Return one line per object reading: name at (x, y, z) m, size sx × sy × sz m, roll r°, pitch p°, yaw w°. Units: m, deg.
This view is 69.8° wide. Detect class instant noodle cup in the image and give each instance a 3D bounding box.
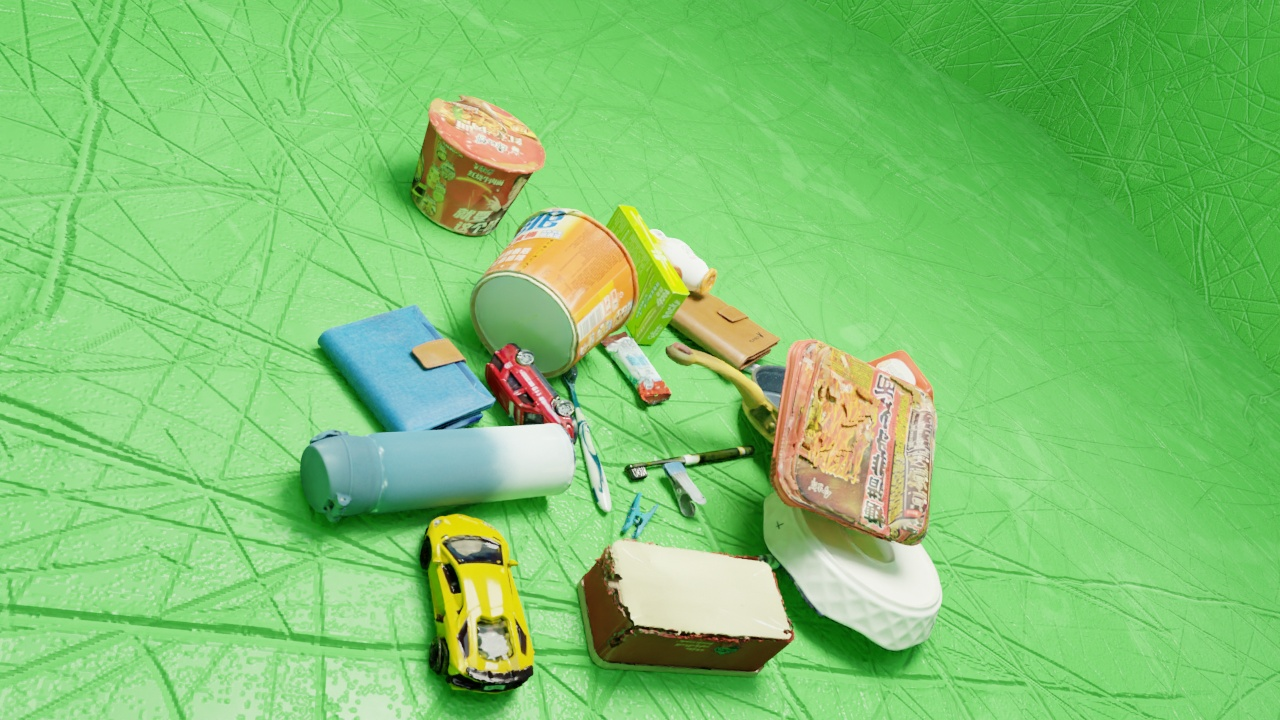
instant noodle cup at (-0.191, -0.215, 1.043) m, size 0.138 × 0.109 × 0.137 m, roll 22°, pitch 35°, yaw -17°
instant noodle cup at (-0.091, -0.061, 0.914) m, size 0.151 × 0.152 × 0.111 m, roll 35°, pitch 42°, yaw 1°
instant noodle cup at (0.194, 0.083, 0.883) m, size 0.188 × 0.079 × 0.164 m, roll 24°, pitch 65°, yaw -24°

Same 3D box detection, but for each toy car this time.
toy car at (-0.103, 0.038, 0.858) m, size 0.045 × 0.053 × 0.120 m, roll -29°, pitch 59°, yaw -27°
toy car at (-0.123, 0.175, 0.682) m, size 0.071 × 0.041 × 0.155 m, roll 11°, pitch 39°, yaw -31°

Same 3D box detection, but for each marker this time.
marker at (0.095, 0.193, 0.864) m, size 0.145 × 0.017 × 0.017 m, roll 3°, pitch 45°, yaw -38°

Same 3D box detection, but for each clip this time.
clip at (0.042, 0.125, 0.897) m, size 0.024 × 0.028 × 0.056 m, roll -1°, pitch 50°, yaw -43°
clip at (-0.002, 0.144, 0.846) m, size 0.041 × 0.014 × 0.056 m, roll 35°, pitch 32°, yaw 1°

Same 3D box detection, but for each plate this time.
plate at (0.217, 0.193, 0.917) m, size 0.205 × 0.046 × 0.204 m, roll 27°, pitch 25°, yaw -14°

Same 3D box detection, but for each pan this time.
pan at (0.153, 0.046, 0.989) m, size 0.356 × 0.078 × 0.197 m, roll 11°, pitch 24°, yaw -37°

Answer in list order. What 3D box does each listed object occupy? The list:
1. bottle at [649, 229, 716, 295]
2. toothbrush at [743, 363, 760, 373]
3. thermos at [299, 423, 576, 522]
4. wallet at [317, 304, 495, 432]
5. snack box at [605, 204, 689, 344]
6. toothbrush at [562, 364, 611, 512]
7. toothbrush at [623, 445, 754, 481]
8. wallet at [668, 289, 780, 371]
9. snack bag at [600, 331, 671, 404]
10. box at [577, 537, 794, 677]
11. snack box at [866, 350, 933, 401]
bottle at (0.041, -0.119, 1.144) m, size 0.108 × 0.063 × 0.063 m, roll 28°, pitch 31°, yaw 21°
toothbrush at (0.182, 0.028, 1.140) m, size 0.189 × 0.029 × 0.021 m, roll 22°, pitch -4°, yaw -15°
thermos at (-0.158, 0.085, 0.740) m, size 0.220 × 0.070 × 0.070 m, roll 1°, pitch 46°, yaw -39°
wallet at (-0.206, 0.011, 0.818) m, size 0.106 × 0.040 × 0.133 m, roll -22°, pitch 63°, yaw -46°
snack box at (-0.005, -0.102, 1.081) m, size 0.026 × 0.086 × 0.156 m, roll 3°, pitch 44°, yaw -39°
toothbrush at (-0.053, 0.068, 0.892) m, size 0.016 × 0.018 × 0.191 m, roll 11°, pitch 40°, yaw -31°
toothbrush at (0.056, 0.104, 0.945) m, size 0.185 × 0.012 × 0.017 m, roll -3°, pitch 55°, yaw -43°
wallet at (0.096, -0.042, 1.129) m, size 0.132 × 0.031 × 0.107 m, roll 37°, pitch 33°, yaw 20°
snack bag at (-0.006, 0.006, 1.001) m, size 0.045 × 0.026 × 0.105 m, roll -13°, pitch 54°, yaw -37°
box at (0.042, 0.199, 0.756) m, size 0.168 × 0.079 × 0.091 m, roll 14°, pitch 40°, yaw -28°
snack box at (0.322, 0.039, 1.171) m, size 0.091 × 0.080 × 0.082 m, roll 63°, pitch 1°, yaw 35°
